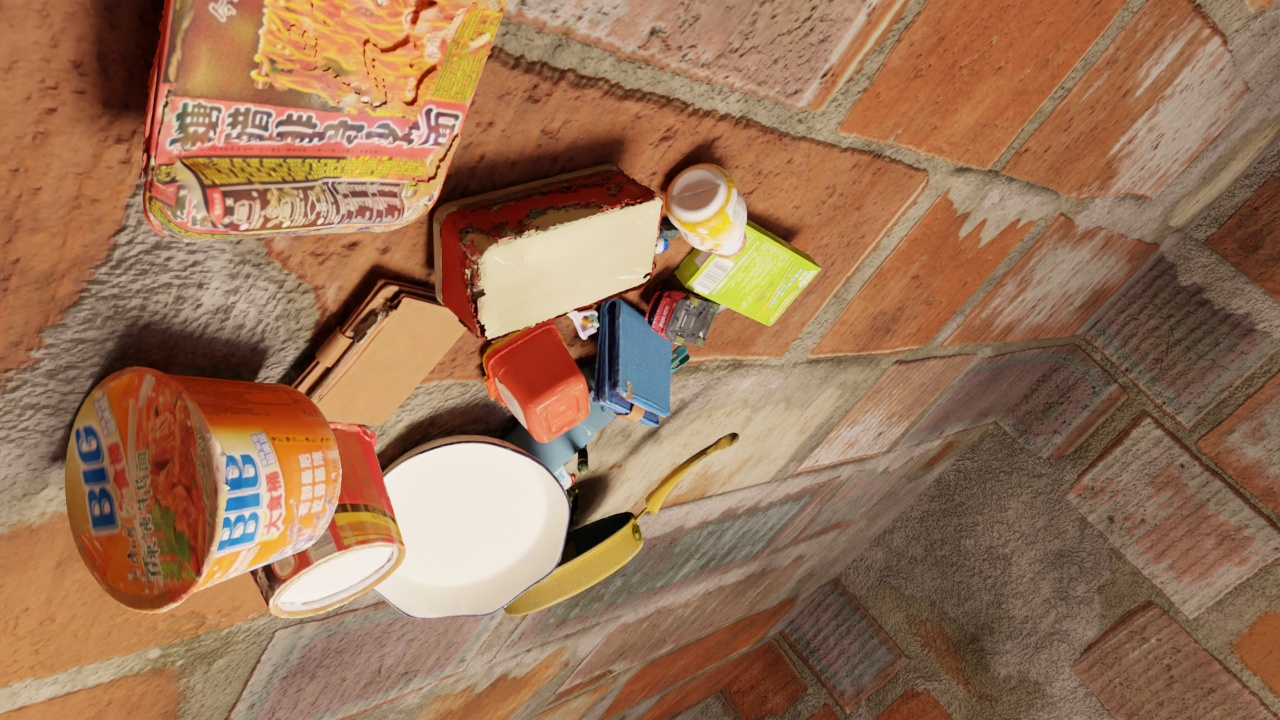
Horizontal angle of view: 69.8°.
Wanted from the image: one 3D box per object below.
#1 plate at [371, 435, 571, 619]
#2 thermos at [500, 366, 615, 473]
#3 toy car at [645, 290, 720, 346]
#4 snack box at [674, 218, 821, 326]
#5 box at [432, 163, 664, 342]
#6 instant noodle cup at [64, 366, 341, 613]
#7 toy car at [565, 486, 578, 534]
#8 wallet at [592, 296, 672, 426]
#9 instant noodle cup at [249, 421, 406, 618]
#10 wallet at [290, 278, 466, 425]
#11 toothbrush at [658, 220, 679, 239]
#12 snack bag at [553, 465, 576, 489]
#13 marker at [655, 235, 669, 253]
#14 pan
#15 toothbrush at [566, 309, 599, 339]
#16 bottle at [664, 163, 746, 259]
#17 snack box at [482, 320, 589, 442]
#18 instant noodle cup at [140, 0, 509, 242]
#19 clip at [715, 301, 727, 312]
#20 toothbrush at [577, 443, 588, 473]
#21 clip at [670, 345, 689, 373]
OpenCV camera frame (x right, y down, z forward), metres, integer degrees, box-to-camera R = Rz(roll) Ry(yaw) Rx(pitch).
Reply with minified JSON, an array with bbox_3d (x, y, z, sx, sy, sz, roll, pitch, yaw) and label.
[{"bbox_3d":[-0.171,0.157,0.879,0.204,0.045,0.205,-8,119,-14],"label":"plate"},{"bbox_3d":[-0.113,0.096,0.933,0.220,0.070,0.070,-43,154,6],"label":"thermos"},{"bbox_3d":[0.043,-0.045,0.922,0.053,0.045,0.120,-66,158,7],"label":"toy car"},{"bbox_3d":[0.112,-0.091,0.936,0.156,0.026,0.086,18,119,-47],"label":"snack box"},{"bbox_3d":[-0.060,-0.081,0.677,0.168,0.078,0.091,-23,136,-35],"label":"box"},{"bbox_3d":[-0.280,0.078,0.604,0.152,0.151,0.111,-49,160,20],"label":"instant noodle cup"},{"bbox_3d":[-0.135,0.194,1.079,0.155,0.041,0.071,-27,142,-33],"label":"toy car"},{"bbox_3d":[-0.005,0.005,0.903,0.040,0.106,0.133,-3,166,24],"label":"wallet"},{"bbox_3d":[-0.260,0.131,0.730,0.137,0.108,0.138,-26,156,-13],"label":"instant noodle cup"},{"bbox_3d":[-0.198,-0.003,0.701,0.132,0.031,0.107,-47,157,15],"label":"wallet"},{"bbox_3d":[-0.032,-0.106,0.765,0.191,0.018,0.016,-11,132,-44],"label":"toothbrush"},{"bbox_3d":[-0.100,0.123,1.025,0.045,0.026,0.105,-36,144,-10],"label":"snack bag"},{"bbox_3d":[-0.029,-0.096,0.787,0.145,0.017,0.017,-12,143,-43],"label":"marker"},{"bbox_3d":[-0.026,0.198,1.125,0.357,0.078,0.197,-26,-179,5],"label":"pan"},{"bbox_3d":[-0.080,-0.061,0.773,0.029,0.021,0.189,-68,154,-10],"label":"toothbrush"},{"bbox_3d":[0.064,-0.125,0.806,0.063,0.063,0.108,-42,153,5],"label":"bottle"},{"bbox_3d":[-0.091,0.022,0.823,0.082,0.080,0.091,-31,153,-15],"label":"snack box"},{"bbox_3d":[-0.162,-0.151,0.456,0.164,0.079,0.189,-12,144,-44],"label":"instant noodle cup"},{"bbox_3d":[0.098,-0.066,0.995,0.056,0.028,0.024,-23,146,-12],"label":"clip"},{"bbox_3d":[-0.063,0.099,0.956,0.017,0.012,0.186,-33,-175,-2],"label":"toothbrush"},{"bbox_3d":[0.032,0.006,1.032,0.056,0.014,0.041,-37,154,-8],"label":"clip"}]
